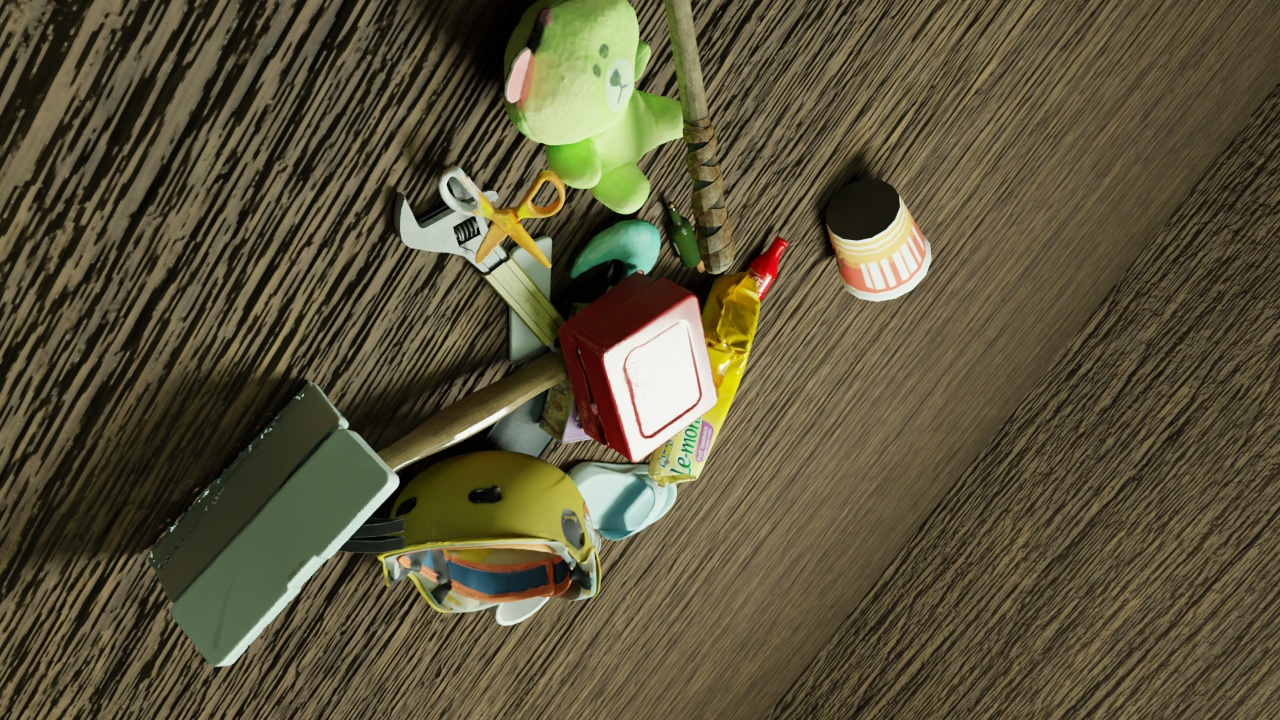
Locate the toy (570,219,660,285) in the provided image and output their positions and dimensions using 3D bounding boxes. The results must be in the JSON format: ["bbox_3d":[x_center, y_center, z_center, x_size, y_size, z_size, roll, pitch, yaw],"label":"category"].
[{"bbox_3d":[-0.020,-0.108,0.921,0.085,0.033,0.105,-47,152,20],"label":"toy"}]

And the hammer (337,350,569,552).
[{"bbox_3d":[-0.176,0.066,0.843,0.304,0.132,0.040,-31,147,-38],"label":"hammer"}]

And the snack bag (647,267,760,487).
[{"bbox_3d":[0.079,0.024,1.089,0.159,0.068,0.248,-64,173,-55],"label":"snack bag"}]

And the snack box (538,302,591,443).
[{"bbox_3d":[-0.030,0.012,1.002,0.143,0.040,0.148,-2,115,-51],"label":"snack box"}]

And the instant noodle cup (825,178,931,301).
[{"bbox_3d":[0.303,-0.162,1.192,0.123,0.123,0.121,-47,142,-2],"label":"instant noodle cup"}]

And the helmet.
[{"bbox_3d":[-0.151,0.156,0.921,0.209,0.139,0.240,-9,149,12],"label":"helmet"}]

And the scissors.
[{"bbox_3d":[-0.112,-0.115,0.727,0.128,0.011,0.126,23,139,-22],"label":"scissors"}]

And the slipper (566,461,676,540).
[{"bbox_3d":[-0.027,0.190,1.204,0.104,0.074,0.245,-54,148,10],"label":"slipper"}]

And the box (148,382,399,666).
[{"bbox_3d":[-0.297,0.125,0.724,0.197,0.134,0.041,-46,158,-4],"label":"box"}]

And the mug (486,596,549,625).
[{"bbox_3d":[-0.151,0.251,1.099,0.091,0.090,0.121,-53,149,8],"label":"mug"}]

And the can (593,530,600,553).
[{"bbox_3d":[-0.107,0.194,1.086,0.054,0.054,0.135,-46,128,-4],"label":"can"}]

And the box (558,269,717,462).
[{"bbox_3d":[-0.001,0.007,0.924,0.129,0.092,0.158,-36,137,-24],"label":"box"}]

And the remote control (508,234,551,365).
[{"bbox_3d":[-0.107,-0.056,0.887,0.045,0.008,0.147,-27,143,-31],"label":"remote control"}]

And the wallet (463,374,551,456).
[{"bbox_3d":[-0.126,0.066,0.985,0.089,0.026,0.115,-53,149,5],"label":"wallet"}]

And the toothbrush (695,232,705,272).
[{"bbox_3d":[0.070,-0.147,1.006,0.021,0.017,0.135,-29,147,-23],"label":"toothbrush"}]

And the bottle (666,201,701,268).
[{"bbox_3d":[0.044,-0.135,0.974,0.025,0.025,0.106,-43,149,-8],"label":"bottle"}]

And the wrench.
[{"bbox_3d":[-0.125,-0.075,0.818,0.083,0.018,0.273,-40,146,-4],"label":"wrench"}]

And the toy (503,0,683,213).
[{"bbox_3d":[-0.043,-0.208,0.710,0.150,0.107,0.197,-62,143,-15],"label":"toy"}]

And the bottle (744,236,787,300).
[{"bbox_3d":[0.143,-0.099,1.130,0.036,0.036,0.119,6,119,-54],"label":"bottle"}]

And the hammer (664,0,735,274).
[{"bbox_3d":[0.039,-0.218,0.714,0.121,0.049,0.319,-58,142,-52],"label":"hammer"}]
